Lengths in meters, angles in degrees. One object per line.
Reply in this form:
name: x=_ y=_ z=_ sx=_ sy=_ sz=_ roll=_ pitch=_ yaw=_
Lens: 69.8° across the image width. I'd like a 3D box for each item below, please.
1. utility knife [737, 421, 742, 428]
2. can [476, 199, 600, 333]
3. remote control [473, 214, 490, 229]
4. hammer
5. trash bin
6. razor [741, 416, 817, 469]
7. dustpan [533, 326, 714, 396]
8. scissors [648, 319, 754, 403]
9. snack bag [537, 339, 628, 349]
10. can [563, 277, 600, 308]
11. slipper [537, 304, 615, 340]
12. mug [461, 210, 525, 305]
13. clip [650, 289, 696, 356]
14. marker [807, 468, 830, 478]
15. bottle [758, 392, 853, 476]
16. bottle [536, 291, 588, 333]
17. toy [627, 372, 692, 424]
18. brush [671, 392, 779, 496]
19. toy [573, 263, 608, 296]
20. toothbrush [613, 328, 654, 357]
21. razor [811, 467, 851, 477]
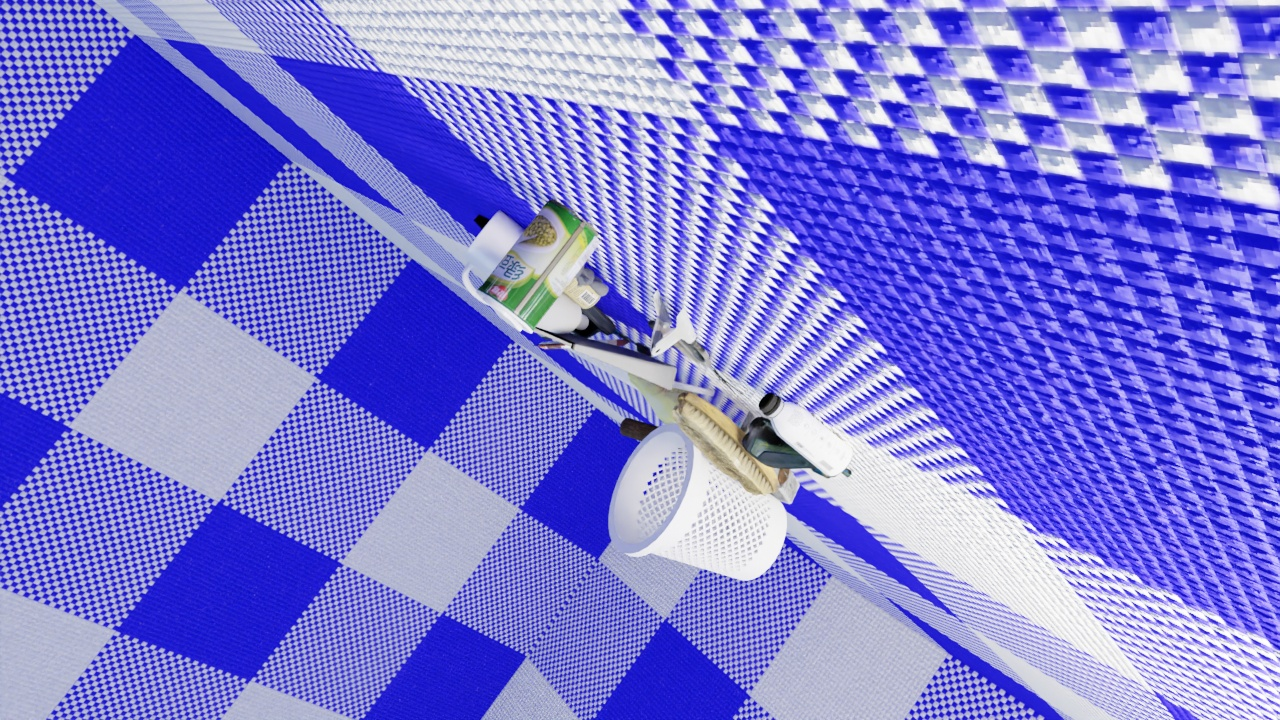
utility knife: x=0.199 y=0.146 z=1.433 sx=0.022 sy=0.015 sz=0.179 roll=30 pitch=169 yaw=48
can: x=-0.101 y=-0.091 z=0.903 sx=0.067 sy=0.121 sz=0.067 roll=36 pitch=173 yaw=5
remote control: x=-0.174 y=-0.163 z=1.242 sx=0.150 sy=0.013 sz=0.034 roll=31 pitch=167 yaw=41
hammer: x=0.076 y=0.115 z=1.386 sx=0.301 sy=0.037 sz=0.218 roll=14 pitch=154 yaw=35
trash bin: x=0.092 y=0.220 z=1.321 sx=0.199 sy=0.195 sz=0.195 roll=29 pitch=177 yaw=-25
razor: x=0.182 y=0.104 z=1.137 sx=0.067 sy=0.053 sz=0.151 roll=58 pitch=161 yaw=-16
dustpan: x=-0.007 y=0.007 z=1.232 sx=0.257 sy=0.033 sz=0.163 roll=13 pitch=-176 yaw=-26
scissors: x=0.072 y=-0.001 z=1.098 sx=0.157 sy=0.012 sz=0.166 roll=37 pitch=173 yaw=16
snack bag: x=-0.082 y=-0.023 z=1.348 sx=0.057 sy=0.013 sz=0.157 roll=-3 pitch=180 yaw=38
can: x=-0.085 y=-0.100 z=1.112 sx=0.079 sy=0.038 sz=0.038 roll=41 pitch=172 yaw=-32
slipper: x=-0.144 y=-0.087 z=1.331 sx=0.268 sy=0.083 sz=0.110 roll=32 pitch=170 yaw=47
mug: x=-0.173 y=-0.118 z=1.152 sx=0.090 sy=0.111 sz=0.073 roll=38 pitch=-159 yaw=-9
clip: x=0.030 y=-0.036 z=0.981 sx=0.102 sy=0.052 sz=0.057 roll=56 pitch=-161 yaw=-70
marker: x=0.224 y=0.143 z=1.314 sx=0.011 sy=0.011 sz=0.152 roll=40 pitch=172 yaw=-27
bottle: x=0.175 y=0.076 z=0.987 sx=0.116 sy=0.041 sz=0.041 roll=39 pitch=173 yaw=-16
bottle: x=-0.109 y=-0.062 z=1.138 sx=0.052 sy=0.052 sz=0.195 roll=35 pitch=-176 yaw=18
toy: x=0.053 y=0.073 z=1.478 sx=0.155 sy=0.064 sz=0.170 roll=35 pitch=175 yaw=27
brush: x=0.115 y=0.116 z=1.222 sx=0.195 sy=0.043 sz=0.059 roll=46 pitch=155 yaw=-19
toy: x=-0.078 y=-0.109 z=1.060 sx=0.111 sy=0.030 sz=0.049 roll=36 pitch=-170 yaw=-43
toothbrush: x=-0.053 y=-0.053 z=1.371 sx=0.189 sy=0.016 sz=0.017 roll=33 pitch=-178 yaw=25
razor: x=0.238 y=0.140 z=1.187 sx=0.042 sy=0.022 sz=0.144 roll=37 pitch=174 yaw=5
